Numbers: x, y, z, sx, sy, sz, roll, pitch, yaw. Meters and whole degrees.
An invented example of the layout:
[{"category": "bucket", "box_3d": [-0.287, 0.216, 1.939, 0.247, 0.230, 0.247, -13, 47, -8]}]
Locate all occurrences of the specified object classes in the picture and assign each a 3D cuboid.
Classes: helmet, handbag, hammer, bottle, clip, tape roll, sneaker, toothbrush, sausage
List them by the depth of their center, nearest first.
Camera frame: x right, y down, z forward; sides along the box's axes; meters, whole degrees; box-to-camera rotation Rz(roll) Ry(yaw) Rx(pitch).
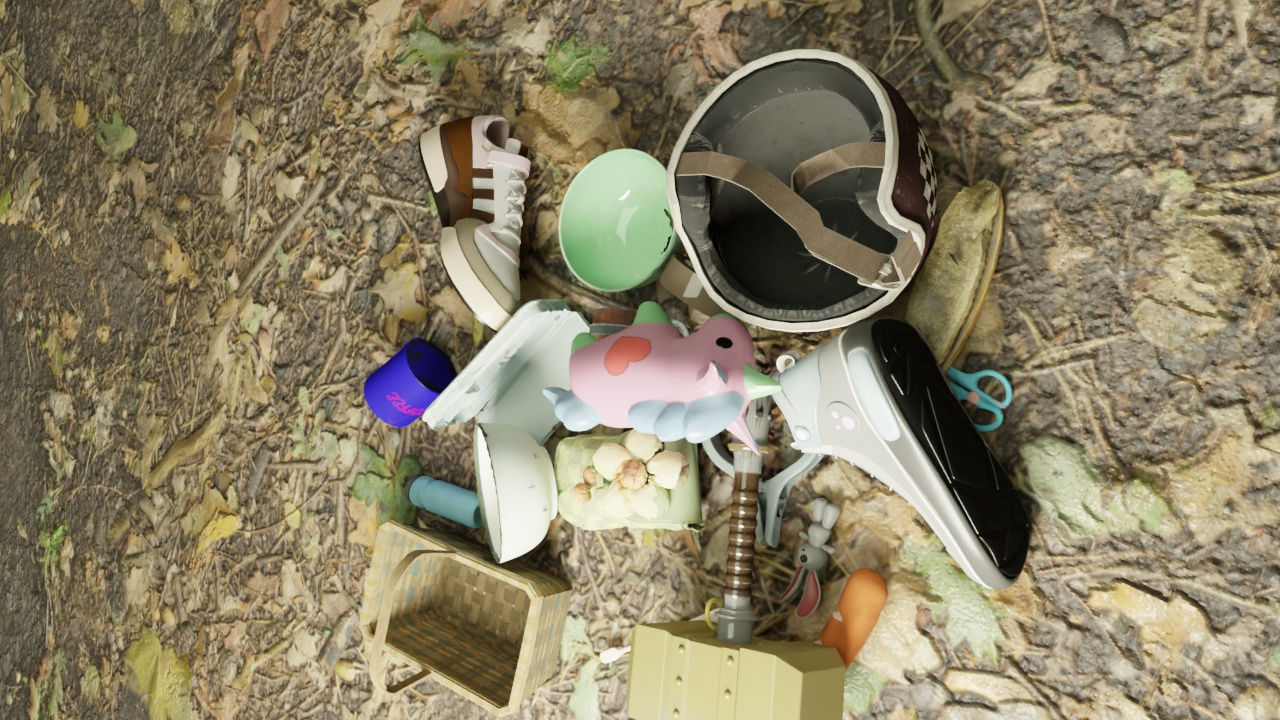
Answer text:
[{"category": "helmet", "box_3d": [0.145, -0.138, 0.783, 0.234, 0.253, 0.233, 4, 72, 27]}, {"category": "sneaker", "box_3d": [0.219, 0.094, 0.812, 0.161, 0.092, 0.256, -26, 96, 49]}, {"category": "hammer", "box_3d": [0.095, 0.178, 0.859, 0.191, 0.100, 0.324, -2, 79, 42]}, {"category": "sausage", "box_3d": [0.180, 0.268, 0.860, 0.044, 0.039, 0.164, 38, 106, 32]}, {"category": "clip", "box_3d": [0.142, 0.082, 0.904, 0.165, 0.031, 0.168, -36, 69, 27]}, {"category": "tape roll", "box_3d": [0.066, -0.071, 0.924, 0.094, 0.093, 0.030, 38, 106, 28]}, {"category": "handbag", "box_3d": [-0.022, 0.125, 0.952, 0.187, 0.116, 0.113, -10, 80, 31]}, {"category": "toothbrush", "box_3d": [0.032, 0.288, 0.967, 0.182, 0.018, 0.015, -28, 74, 25]}, {"category": "sneaker", "box_3d": [-0.166, -0.171, 1.075, 0.116, 0.111, 0.293, -26, 60, 15]}, {"category": "bottle", "box_3d": [-0.243, 0.171, 1.133, 0.130, 0.040, 0.040, 12, 93, 32]}]

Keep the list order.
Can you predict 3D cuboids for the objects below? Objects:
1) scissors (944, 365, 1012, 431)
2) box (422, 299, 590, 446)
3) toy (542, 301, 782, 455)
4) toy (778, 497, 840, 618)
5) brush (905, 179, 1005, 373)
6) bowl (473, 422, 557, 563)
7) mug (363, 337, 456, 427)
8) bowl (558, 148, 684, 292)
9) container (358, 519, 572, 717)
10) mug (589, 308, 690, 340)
[{"category": "scissors", "box_3d": [0.273, 0.012, 0.835, 0.136, 0.015, 0.055, 35, 106, 27]}, {"category": "box", "box_3d": [-0.145, 0.024, 1.045, 0.130, 0.105, 0.211, 48, 111, 22]}, {"category": "toy", "box_3d": [0.012, 0.024, 0.854, 0.222, 0.120, 0.170, -23, 39, 10]}, {"category": "toy", "box_3d": [0.165, 0.188, 0.880, 0.049, 0.030, 0.112, 22, 97, 60]}, {"category": "brush", "box_3d": [0.277, -0.068, 0.818, 0.059, 0.043, 0.195, 22, 95, 32]}, {"category": "bowl", "box_3d": [-0.136, 0.140, 1.008, 0.153, 0.072, 0.153, 172, 90, -73]}, {"category": "mug", "box_3d": [-0.290, 0.017, 1.159, 0.084, 0.079, 0.111, -35, 41, 25]}, {"category": "bowl", "box_3d": [-0.007, -0.144, 0.985, 0.151, 0.076, 0.151, -3, 85, 32]}, {"category": "container", "box_3d": [-0.220, 0.282, 1.024, 0.250, 0.186, 0.157, 15, 94, 32]}, {"category": "mug", "box_3d": [-0.006, 0.006, 0.980, 0.117, 0.081, 0.111, 5, 86, 15]}]
